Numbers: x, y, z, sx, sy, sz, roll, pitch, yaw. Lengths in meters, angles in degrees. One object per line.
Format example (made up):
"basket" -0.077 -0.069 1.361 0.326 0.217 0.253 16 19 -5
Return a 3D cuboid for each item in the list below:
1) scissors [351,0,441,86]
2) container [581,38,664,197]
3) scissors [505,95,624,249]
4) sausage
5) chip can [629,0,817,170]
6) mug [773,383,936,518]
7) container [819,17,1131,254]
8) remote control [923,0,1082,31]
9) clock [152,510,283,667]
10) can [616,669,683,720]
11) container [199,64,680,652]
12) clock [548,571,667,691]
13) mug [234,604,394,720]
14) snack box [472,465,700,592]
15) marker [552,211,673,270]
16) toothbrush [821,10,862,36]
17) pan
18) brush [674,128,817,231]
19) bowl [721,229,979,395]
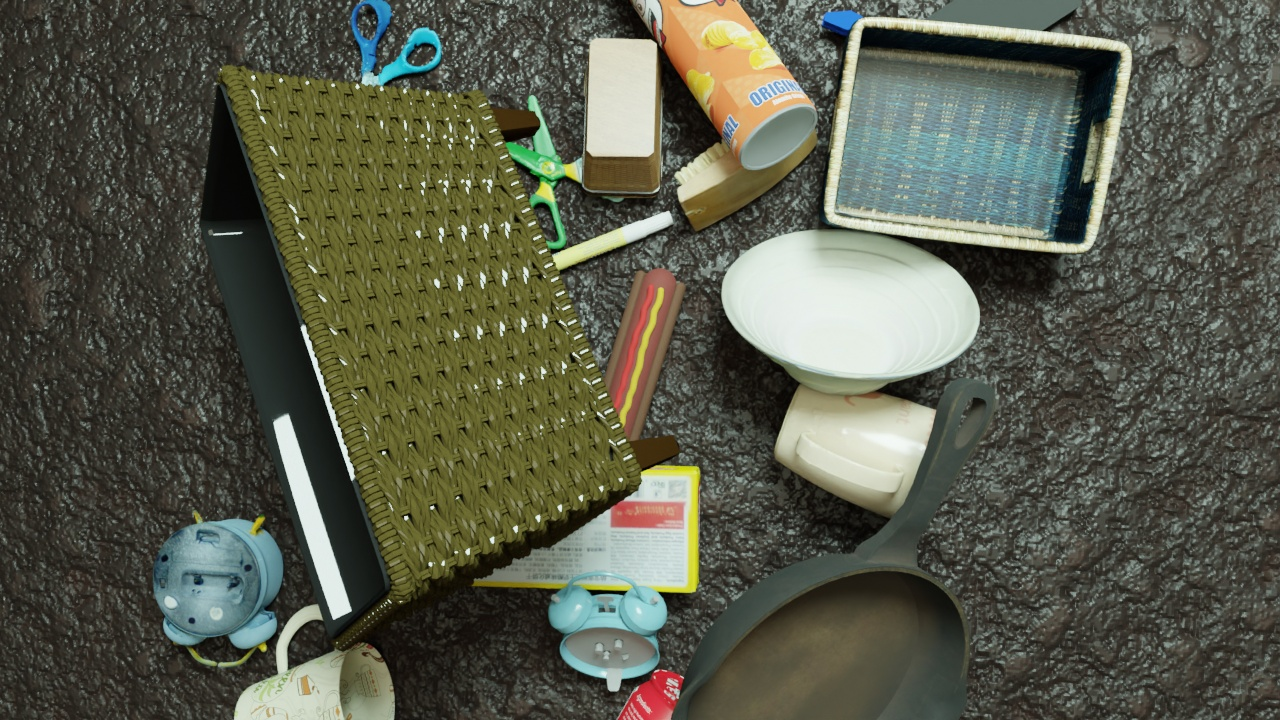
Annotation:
"scissors" -0.229 -0.233 0.749 0.086 0.015 0.135 43 98 1
"container" -0.014 -0.186 0.692 0.063 0.061 0.114 2 83 0
"scissors" -0.065 -0.154 0.728 0.119 0.012 0.128 -13 88 3
"sausage" -0.004 0.004 0.706 0.040 0.040 0.155 17 91 6
"chip can" 0.046 -0.237 0.665 0.062 0.062 0.210 -31 70 4
"mug" 0.151 0.063 0.654 0.104 0.111 0.085 20 106 14
"container" 0.231 -0.158 0.658 0.187 0.071 0.145 8 100 6
"remote control" 0.259 -0.252 0.695 0.133 0.013 0.058 -32 86 5
"clock" -0.334 0.184 0.732 0.089 0.051 0.124 2 90 5
"can" 0.001 0.310 0.683 0.074 0.074 0.142 30 92 6
"container" -0.134 -0.012 0.603 0.204 0.177 0.320 -14 73 -34
"clock" -0.024 0.195 0.675 0.087 0.041 0.123 -1 132 6
"mug" -0.258 0.252 0.719 0.097 0.081 0.121 -17 65 10
"snack box" -0.055 0.127 0.708 0.201 0.042 0.092 0 89 6
"marker" -0.037 -0.089 0.723 0.132 0.014 0.014 -21 87 5
"toothbrush" 0.229 -0.240 0.683 0.187 0.011 0.016 12 92 7
"pan" 0.142 0.169 0.618 0.248 0.043 0.356 12 107 -28
"brush" 0.078 -0.150 0.696 0.117 0.049 0.039 -34 63 5
"bowl" 0.146 -0.024 0.659 0.177 0.176 0.058 4 130 6
